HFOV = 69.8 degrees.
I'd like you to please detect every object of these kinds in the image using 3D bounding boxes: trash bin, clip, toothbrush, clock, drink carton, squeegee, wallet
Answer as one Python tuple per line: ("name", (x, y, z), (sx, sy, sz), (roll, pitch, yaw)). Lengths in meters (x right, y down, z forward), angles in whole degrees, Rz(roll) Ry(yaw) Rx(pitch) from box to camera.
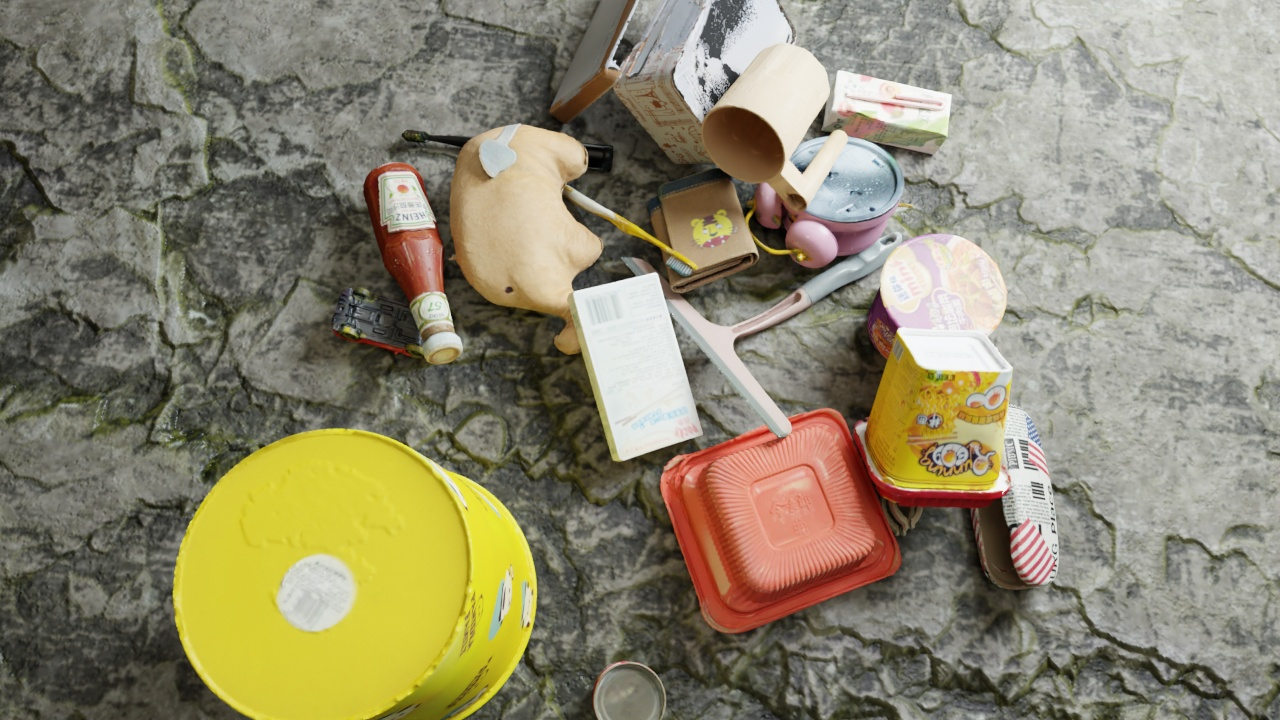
("trash bin", (-0.198, 0.168, 0.680), (0.229, 0.256, 0.229), (1, 72, -3))
("clip", (0.232, 0.109, 0.834), (0.061, 0.034, 0.097), (0, 67, -1))
("toothbrush", (-0.019, -0.127, 0.874), (0.191, 0.016, 0.018), (35, 85, 30))
("clock", (0.174, -0.149, 0.882), (0.158, 0.060, 0.117), (-26, 58, -16))
("drink carton", (0.253, -0.255, 0.942), (0.122, 0.045, 0.053), (13, 71, 1))
("toothbrush", (-0.134, -0.215, 0.922), (0.212, 0.027, 0.026), (6, 107, -1))
("squeegee", (0.152, -0.061, 0.880), (0.249, 0.040, 0.247), (-28, 57, -17))
("wallet", (0.057, -0.126, 0.876), (0.090, 0.033, 0.115), (-20, 56, 10))

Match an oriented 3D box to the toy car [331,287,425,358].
("toy car", (-0.232, -0.032, 0.857), (0.106, 0.031, 0.049), (14, 68, -10))

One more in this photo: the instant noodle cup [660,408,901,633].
("instant noodle cup", (0.122, 0.133, 0.797), (0.188, 0.079, 0.164), (-20, 74, -7))

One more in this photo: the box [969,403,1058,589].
("box", (0.338, 0.117, 0.811), (0.075, 0.081, 0.163), (1, 70, -8))

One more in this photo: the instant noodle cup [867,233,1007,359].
("instant noodle cup", (0.264, -0.046, 0.848), (0.111, 0.099, 0.111), (1, 70, -2))

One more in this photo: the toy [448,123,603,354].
("toy", (-0.108, -0.110, 0.862), (0.143, 0.082, 0.226), (-10, 85, 0))

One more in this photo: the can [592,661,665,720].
("can", (-0.011, 0.264, 0.721), (0.053, 0.133, 0.053), (1, 72, -3))

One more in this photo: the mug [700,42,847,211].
("mug", (0.130, -0.214, 0.842), (0.124, 0.084, 0.103), (42, 61, -13))

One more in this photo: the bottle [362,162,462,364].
("bottle", (-0.207, -0.091, 0.848), (0.059, 0.060, 0.206), (-19, 65, -8))

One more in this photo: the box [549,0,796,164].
("box", (0.016, -0.303, 0.922), (0.193, 0.156, 0.182), (8, 66, 44))

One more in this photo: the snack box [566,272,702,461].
("snack box", (-0.005, 0.005, 0.831), (0.084, 0.027, 0.157), (-15, 89, -20))

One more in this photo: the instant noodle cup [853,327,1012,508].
("instant noodle cup", (0.249, 0.044, 0.765), (0.116, 0.116, 0.124), (2, 117, -2))
